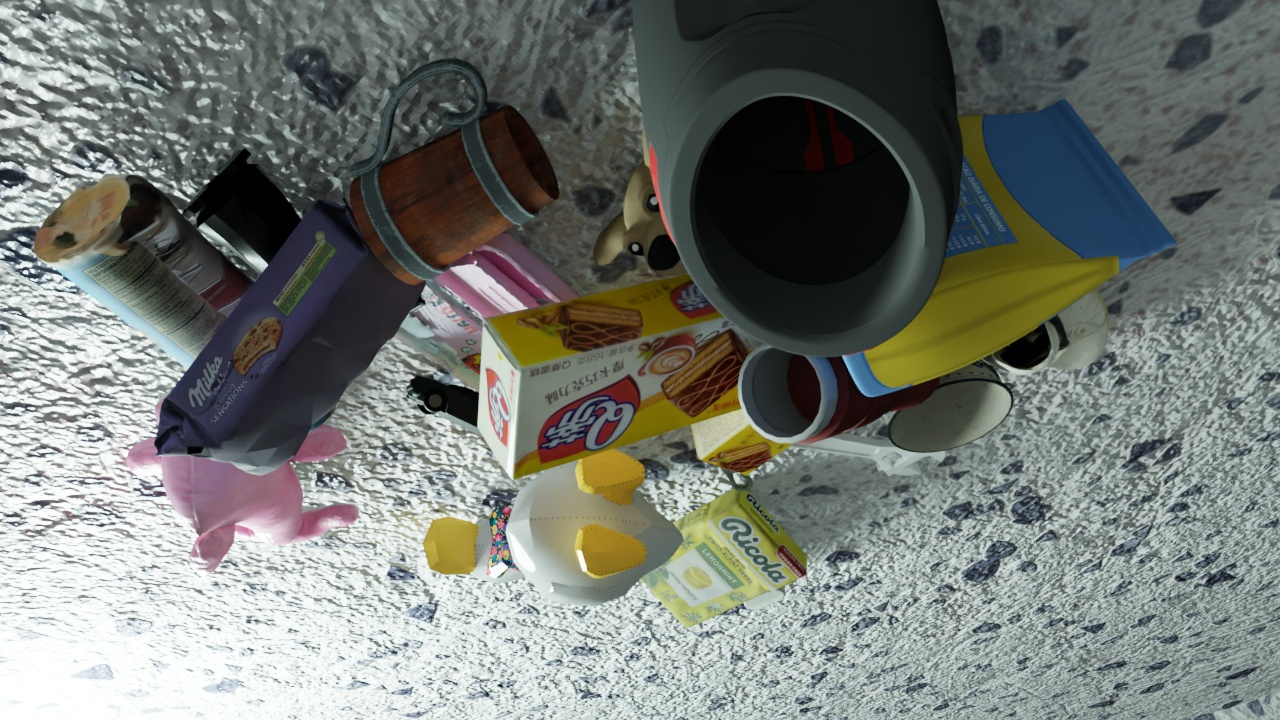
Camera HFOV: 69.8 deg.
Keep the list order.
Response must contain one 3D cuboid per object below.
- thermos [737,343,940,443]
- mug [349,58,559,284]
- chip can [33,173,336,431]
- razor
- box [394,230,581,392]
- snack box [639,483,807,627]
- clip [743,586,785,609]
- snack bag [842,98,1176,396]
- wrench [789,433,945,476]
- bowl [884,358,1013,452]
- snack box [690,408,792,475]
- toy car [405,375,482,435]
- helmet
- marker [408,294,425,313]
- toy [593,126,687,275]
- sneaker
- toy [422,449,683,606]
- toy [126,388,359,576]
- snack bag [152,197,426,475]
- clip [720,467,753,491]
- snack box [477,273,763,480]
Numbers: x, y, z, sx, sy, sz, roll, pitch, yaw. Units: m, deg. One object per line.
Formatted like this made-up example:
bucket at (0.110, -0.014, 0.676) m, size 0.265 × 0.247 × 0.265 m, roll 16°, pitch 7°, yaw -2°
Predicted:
thermos at (0.174, 0.013, 0.728) m, size 0.108 × 0.084 × 0.198 m, roll -5°, pitch -178°, yaw 41°
mug at (-0.125, -0.121, 0.582) m, size 0.111 × 0.081 × 0.117 m, roll -25°, pitch 119°, yaw 14°
chip can at (-0.304, -0.031, 0.652) m, size 0.080 × 0.079 × 0.229 m, roll -18°, pitch 143°, yaw 10°
razor at (-0.246, -0.076, 0.628) m, size 0.060 × 0.057 × 0.156 m, roll 24°, pitch 159°, yaw 34°
box at (-0.107, -0.026, 0.733) m, size 0.155 × 0.044 × 0.201 m, roll -11°, pitch 145°, yaw 31°
snack box at (0.081, 0.229, 1.042) m, size 0.181 × 0.045 × 0.121 m, roll -34°, pitch 106°, yaw 28°
clip at (0.118, 0.268, 1.118) m, size 0.126 × 0.091 × 0.151 m, roll -29°, pitch 128°, yaw 27°
snack bag at (0.216, -0.088, 0.618) m, size 0.205 × 0.158 × 0.102 m, roll -23°, pitch 138°, yaw 14°
wrench at (0.197, 0.084, 0.946) m, size 0.273 × 0.018 × 0.066 m, roll 10°, pitch 137°, yaw -21°
bowl at (0.280, 0.030, 0.859) m, size 0.115 × 0.059 × 0.116 m, roll -6°, pitch 142°, yaw -5°
snack box at (0.099, 0.038, 0.813) m, size 0.061 × 0.083 × 0.106 m, roll 23°, pitch 131°, yaw -36°
toy car at (-0.146, 0.043, 0.785) m, size 0.112 × 0.034 × 0.046 m, roll 27°, pitch 164°, yaw -17°
helmet at (0.087, -0.144, 0.508) m, size 0.164 × 0.169 × 0.265 m, roll -9°, pitch 133°, yaw 21°
marker at (-0.207, -0.027, 0.701) m, size 0.139 × 0.016 × 0.022 m, roll -20°, pitch 157°, yaw 40°
toy at (0.035, -0.096, 0.629) m, size 0.108 × 0.105 × 0.134 m, roll 14°, pitch 133°, yaw -11°
sneaker at (0.328, -0.029, 0.760) m, size 0.241 × 0.102 × 0.089 m, roll 22°, pitch 132°, yaw -34°
toy at (-0.075, 0.177, 0.921) m, size 0.246 × 0.140 × 0.268 m, roll 10°, pitch 155°, yaw -25°
toy at (-0.351, 0.122, 0.795) m, size 0.186 × 0.127 × 0.266 m, roll -3°, pitch 149°, yaw -1°
snack bag at (-0.230, -0.007, 0.621) m, size 0.205 × 0.058 × 0.096 m, roll -52°, pitch 158°, yaw 4°
clip at (0.092, 0.103, 0.940) m, size 0.023 × 0.035 × 0.074 m, roll -23°, pitch 134°, yaw 19°
snack box at (-0.004, 0.004, 0.692) m, size 0.229 × 0.061 × 0.110 m, roll -15°, pitch 136°, yaw -29°
